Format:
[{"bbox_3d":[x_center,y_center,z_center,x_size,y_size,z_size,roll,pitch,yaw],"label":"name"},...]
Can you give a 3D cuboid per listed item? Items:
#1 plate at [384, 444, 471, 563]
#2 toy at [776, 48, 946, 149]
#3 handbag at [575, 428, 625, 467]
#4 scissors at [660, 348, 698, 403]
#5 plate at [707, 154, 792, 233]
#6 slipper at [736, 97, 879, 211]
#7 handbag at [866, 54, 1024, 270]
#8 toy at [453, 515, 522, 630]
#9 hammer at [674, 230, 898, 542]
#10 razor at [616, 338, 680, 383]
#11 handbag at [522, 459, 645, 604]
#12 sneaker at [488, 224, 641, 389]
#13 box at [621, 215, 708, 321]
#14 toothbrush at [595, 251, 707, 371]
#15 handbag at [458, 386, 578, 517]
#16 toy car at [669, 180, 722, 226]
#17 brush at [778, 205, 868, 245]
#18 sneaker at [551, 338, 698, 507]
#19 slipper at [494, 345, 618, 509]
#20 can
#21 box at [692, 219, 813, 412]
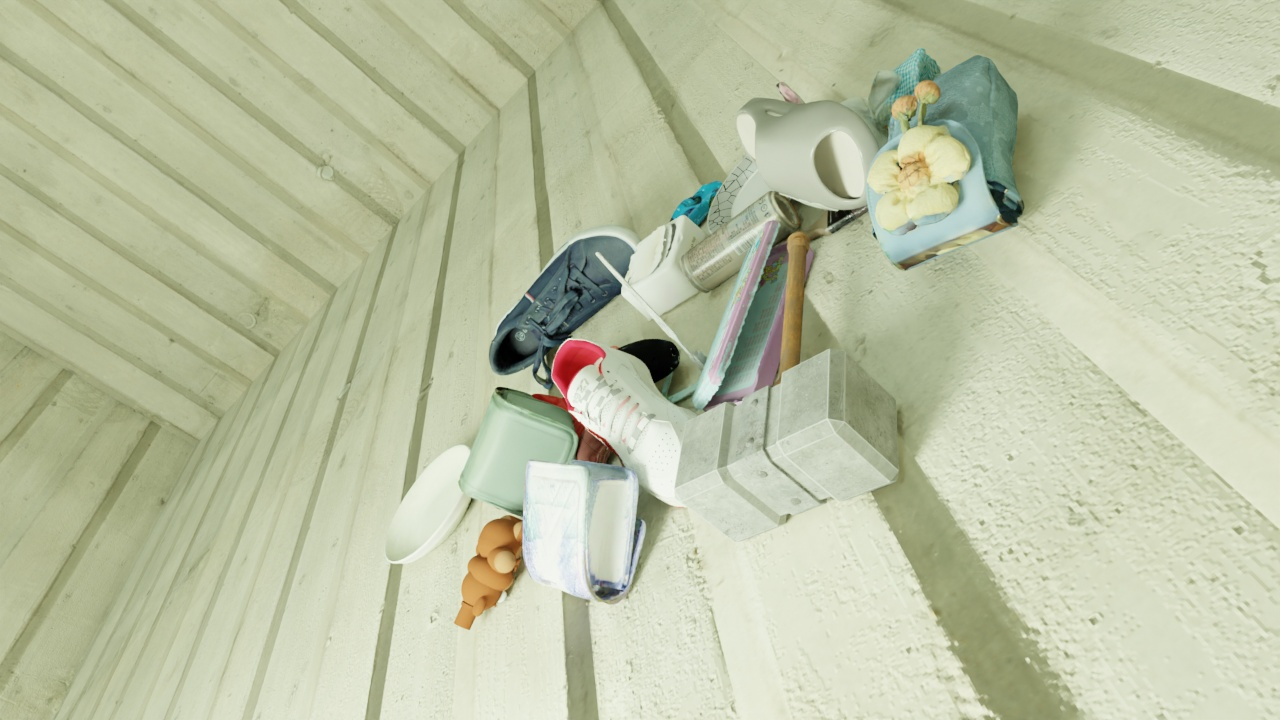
[{"bbox_3d":[-0.275,0.199,1.240,0.183,0.034,0.182,-38,28,24],"label":"plate"},{"bbox_3d":[0.250,-0.246,0.942,0.206,0.130,0.105,-2,84,48],"label":"toy"},{"bbox_3d":[-0.033,0.109,0.972,0.119,0.029,0.055,42,113,59],"label":"handbag"},{"bbox_3d":[0.022,0.046,0.981,0.173,0.021,0.171,-34,25,38],"label":"scissors"},{"bbox_3d":[0.157,-0.218,1.111,0.189,0.016,0.188,-38,28,24],"label":"plate"},{"bbox_3d":[0.146,-0.209,0.943,0.080,0.113,0.266,-26,29,-9],"label":"slipper"},{"bbox_3d":[0.254,-0.176,0.777,0.122,0.118,0.191,-22,43,46],"label":"handbag"},{"bbox_3d":[-0.157,0.230,0.990,0.127,0.065,0.095,-66,20,-12],"label":"toy"},{"bbox_3d":[0.131,-0.013,0.798,0.163,0.083,0.316,-31,32,36],"label":"hammer"},{"bbox_3d":[-0.006,0.006,1.027,0.141,0.053,0.063,-16,2,45],"label":"razor"},{"bbox_3d":[-0.060,0.161,0.887,0.159,0.069,0.126,-5,81,60],"label":"handbag"},{"bbox_3d":[-0.108,-0.065,1.245,0.295,0.120,0.127,-38,15,31],"label":"sneaker"},{"bbox_3d":[0.019,-0.125,1.131,0.103,0.091,0.107,-26,32,39],"label":"box"},{"bbox_3d":[0.017,-0.045,0.891,0.010,0.181,0.010,-10,42,48],"label":"toothbrush"},{"bbox_3d":[-0.135,0.102,1.031,0.067,0.106,0.122,-111,44,-71],"label":"handbag"},{"bbox_3d":[0.070,-0.199,1.214,0.105,0.032,0.048,-47,25,5],"label":"toy car"},{"bbox_3d":[0.199,-0.146,0.951,0.152,0.012,0.038,-32,31,36],"label":"brush"},{"bbox_3d":[-0.021,0.051,0.889,0.090,0.104,0.236,-55,39,13],"label":"sneaker"},{"bbox_3d":[-0.110,0.071,1.114,0.249,0.059,0.103,-49,25,0],"label":"slipper"},{"bbox_3d":[0.111,-0.132,1.029,0.136,0.054,0.054,-35,29,31],"label":"can"},{"bbox_3d":[0.108,-0.041,0.916,0.078,0.065,0.213,-37,26,55],"label":"box"}]
